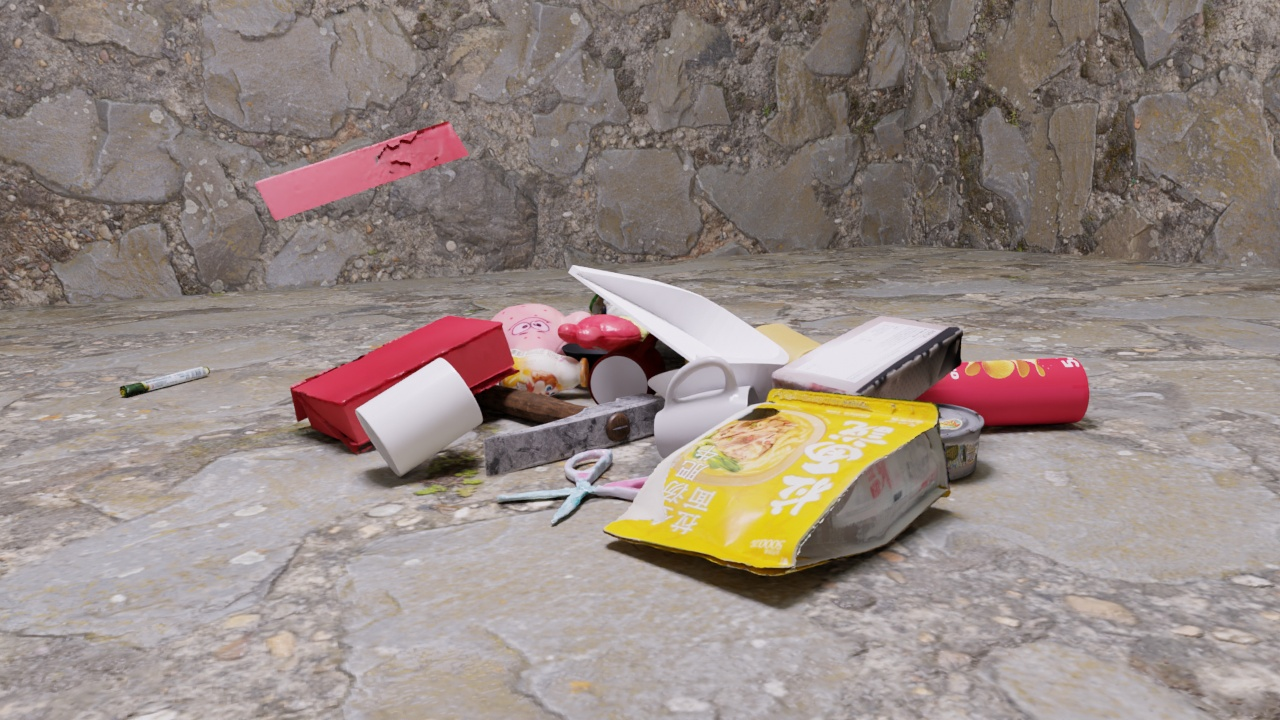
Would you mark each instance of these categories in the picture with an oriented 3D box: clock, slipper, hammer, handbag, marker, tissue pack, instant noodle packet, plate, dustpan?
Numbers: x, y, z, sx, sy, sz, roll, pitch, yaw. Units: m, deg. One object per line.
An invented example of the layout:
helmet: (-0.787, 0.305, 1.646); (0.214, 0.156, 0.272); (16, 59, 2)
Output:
clock: (0.256, 0.066, 0.817); (0.104, 0.056, 0.147); (6, 16, 42)
slipper: (0.161, -0.009, 1.176); (0.099, 0.078, 0.264); (-10, 12, -41)
hammer: (-0.148, 0.058, 0.999); (0.217, 0.037, 0.301); (-12, 13, -40)
handbag: (0.022, -0.056, 1.302); (0.139, 0.072, 0.195); (2, -11, 17)
marker: (-0.674, 0.029, 1.306); (0.017, 0.017, 0.146); (2, 11, 21)
tissue pack: (0.206, 0.016, 0.839); (0.104, 0.071, 0.180); (12, 31, 44)
instant noodle packet: (0.101, 0.094, 0.678); (0.163, 0.084, 0.221); (6, 20, 45)
plate: (0.094, 0.039, 0.911); (0.174, 0.036, 0.174); (-1, -12, 0)
dustpan: (0.066, -0.040, 1.021); (0.191, 0.053, 0.257); (37, 8, 30)

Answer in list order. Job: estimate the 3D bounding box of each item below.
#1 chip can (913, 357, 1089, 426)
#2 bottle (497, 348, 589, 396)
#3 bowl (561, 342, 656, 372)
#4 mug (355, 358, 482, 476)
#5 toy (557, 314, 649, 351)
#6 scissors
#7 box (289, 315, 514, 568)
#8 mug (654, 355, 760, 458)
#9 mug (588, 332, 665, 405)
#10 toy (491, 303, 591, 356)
chip can: (0.331, 0.034, 0.931); (0.220, 0.069, 0.069); (-2, 11, -1)
bottle: (-0.119, 0.016, 1.135); (0.108, 0.063, 0.063); (-2, 11, 6)
bowl: (-0.040, 0.006, 1.199); (0.124, 0.052, 0.124); (-2, 11, 0)
mug: (-0.207, 0.060, 0.868); (0.090, 0.074, 0.111); (-34, -16, -22)
toy: (-0.044, -0.035, 1.141); (0.092, 0.045, 0.135); (5, 7, 41)
scissors: (-0.038, 0.105, 0.792); (0.170, 0.013, 0.175); (-7, 13, -7)
box: (-0.281, 0.099, 1.104); (0.212, 0.376, 0.148); (-30, 59, -35)
mug: (0.057, 0.047, 0.827); (0.089, 0.107, 0.071); (-8, 23, 18)
mug: (-0.006, 0.006, 1.062); (0.073, 0.106, 0.082); (34, 17, 5)
toy: (-0.156, -0.022, 1.281); (0.192, 0.097, 0.236); (-13, 19, -7)
